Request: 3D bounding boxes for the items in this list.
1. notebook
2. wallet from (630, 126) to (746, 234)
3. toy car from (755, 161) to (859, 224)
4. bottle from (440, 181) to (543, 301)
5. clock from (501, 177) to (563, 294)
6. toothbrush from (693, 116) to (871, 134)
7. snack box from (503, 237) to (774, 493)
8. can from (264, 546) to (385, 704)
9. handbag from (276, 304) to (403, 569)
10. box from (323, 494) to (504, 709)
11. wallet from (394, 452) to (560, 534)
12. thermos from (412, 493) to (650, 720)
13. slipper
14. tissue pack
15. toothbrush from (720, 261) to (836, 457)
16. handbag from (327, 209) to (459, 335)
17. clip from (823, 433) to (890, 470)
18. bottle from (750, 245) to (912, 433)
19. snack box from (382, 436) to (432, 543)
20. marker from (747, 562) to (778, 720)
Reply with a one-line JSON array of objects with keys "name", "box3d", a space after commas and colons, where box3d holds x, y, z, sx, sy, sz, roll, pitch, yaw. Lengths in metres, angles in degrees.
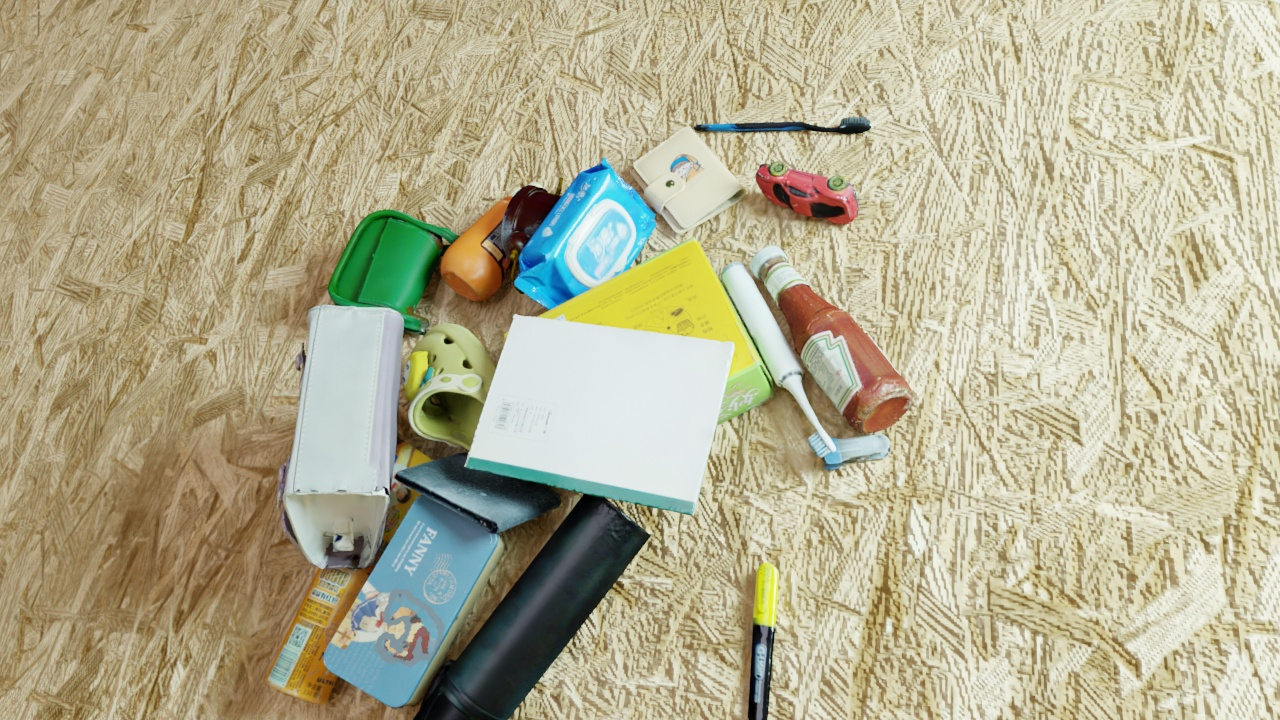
[{"name": "notebook", "box3d": [-0.036, 0.040, 0.780, 0.209, 0.012, 0.150, 9, 71, 20]}, {"name": "wallet", "box3d": [0.044, -0.186, 0.952, 0.087, 0.024, 0.115, -35, 58, 2]}, {"name": "toy car", "box3d": [0.156, -0.159, 0.877, 0.106, 0.049, 0.031, 24, 72, 29]}, {"name": "bottle", "box3d": [-0.150, -0.134, 0.982, 0.067, 0.067, 0.149, 22, 65, 29]}, {"name": "clock", "box3d": [-0.105, -0.125, 0.944, 0.055, 0.082, 0.121, 17, 68, 21]}, {"name": "toothbrush", "box3d": [0.144, -0.243, 0.948, 0.190, 0.014, 0.016, 6, 65, 25]}, {"name": "snack box", "box3d": [-0.005, 0.005, 0.841, 0.210, 0.070, 0.157, -27, 58, 6]}, {"name": "can", "box3d": [-0.282, 0.233, 0.837, 0.058, 0.058, 0.145, 12, 69, 26]}, {"name": "handbag", "box3d": [-0.262, 0.068, 0.815, 0.098, 0.145, 0.196, 1, 51, -9]}, {"name": "box", "box3d": [-0.191, 0.204, 0.804, 0.090, 0.060, 0.184, 24, 76, 9]}, {"name": "wallet", "box3d": [-0.145, 0.115, 0.822, 0.121, 0.097, 0.019, 21, 104, 25]}, {"name": "thermos", "box3d": [-0.098, 0.217, 0.771, 0.242, 0.068, 0.090, -50, 38, -8]}, {"name": "slipper", "box3d": [-0.177, 0.034, 0.864, 0.190, 0.081, 0.092, 43, 124, 39]}, {"name": "tissue pack", "box3d": [-0.052, -0.112, 0.905, 0.052, 0.095, 0.157, 20, 71, 50]}, {"name": "toothbrush", "box3d": [0.121, -0.005, 0.811, 0.026, 0.026, 0.220, -35, 50, 16]}, {"name": "handbag", "box3d": [-0.267, -0.092, 1.004, 0.120, 0.068, 0.131, 13, 68, 19]}, {"name": "clip", "box3d": [0.180, 0.074, 0.764, 0.058, 0.045, 0.027, -12, 58, 9]}, {"name": "bottle", "box3d": [0.158, -0.026, 0.803, 0.060, 0.060, 0.206, -32, 52, 3]}, {"name": "snack box", "box3d": [-0.247, 0.121, 0.899, 0.140, 0.034, 0.086, 27, 75, 29]}, {"name": "marker", "box3d": [0.096, 0.221, 0.720, 0.018, 0.015, 0.124, -3, 64, 23]}]
